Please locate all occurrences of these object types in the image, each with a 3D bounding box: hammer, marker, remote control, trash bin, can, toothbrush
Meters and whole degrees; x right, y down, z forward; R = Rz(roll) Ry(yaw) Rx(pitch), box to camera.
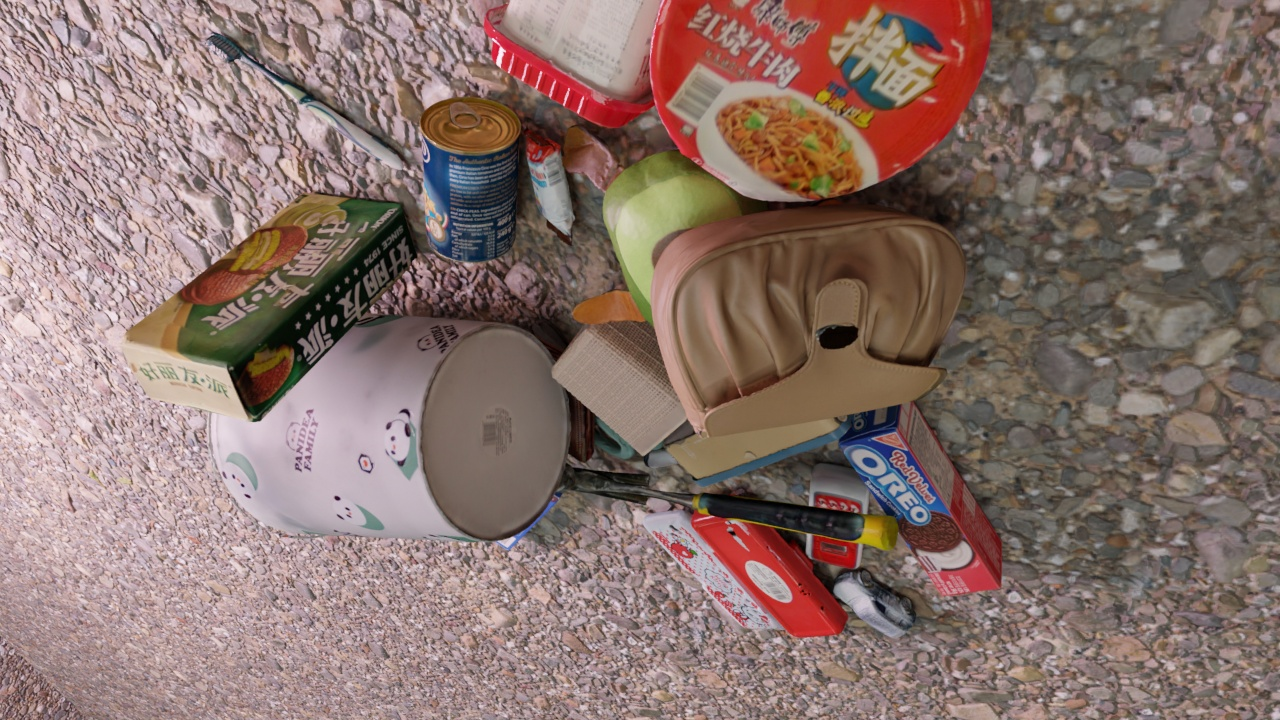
[{"bbox_3d":[0.073,0.132,0.848,0.324,0.032,0.126,5,172,30],"label":"hammer"},{"bbox_3d":[0.057,0.087,0.888,0.131,0.022,0.018,-14,112,39],"label":"marker"},{"bbox_3d":[0.189,0.152,0.880,0.056,0.020,0.136,12,135,18],"label":"remote control"},{"bbox_3d":[-0.216,0.059,0.832,0.252,0.228,0.230,0,130,34],"label":"trash bin"},{"bbox_3d":[-0.134,-0.141,0.729,0.075,0.075,0.111,20,137,9],"label":"can"},{"bbox_3d":[-0.283,-0.217,0.775,0.191,0.018,0.016,34,137,-6],"label":"toothbrush"}]

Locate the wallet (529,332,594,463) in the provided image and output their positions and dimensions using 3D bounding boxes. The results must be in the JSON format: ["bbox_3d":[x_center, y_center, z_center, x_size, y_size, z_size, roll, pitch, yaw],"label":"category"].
[{"bbox_3d":[-0.088,0.034,0.884,0.101,0.032,0.125,27,140,24],"label":"wallet"}]

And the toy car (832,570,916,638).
[{"bbox_3d":[0.238,0.249,0.939,0.090,0.034,0.043,36,140,-6],"label":"toy car"}]

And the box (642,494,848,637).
[{"bbox_3d":[0.109,0.225,0.978,0.158,0.037,0.201,-23,117,43],"label":"box"}]

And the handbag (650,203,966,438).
[{"bbox_3d":[0.113,-0.025,0.607,0.204,0.099,0.148,-9,113,-10],"label":"handbag"}]

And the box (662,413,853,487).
[{"bbox_3d":[0.096,0.044,0.778,0.059,0.089,0.185,44,138,-16],"label":"box"}]

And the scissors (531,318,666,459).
[{"bbox_3d":[-0.039,0.022,0.869,0.140,0.019,0.180,-9,120,46],"label":"scissors"}]

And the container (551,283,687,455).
[{"bbox_3d":[-0.005,0.005,0.793,0.111,0.090,0.090,39,137,-6],"label":"container"}]

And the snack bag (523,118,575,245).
[{"bbox_3d":[-0.072,-0.140,0.730,0.045,0.026,0.105,40,152,39],"label":"snack bag"}]

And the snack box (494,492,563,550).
[{"bbox_3d":[-0.154,0.160,1.060,0.084,0.026,0.158,35,137,-7],"label":"snack box"}]

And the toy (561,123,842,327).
[{"bbox_3d":[0.043,-0.077,0.681,0.227,0.089,0.247,-18,111,29],"label":"toy"}]

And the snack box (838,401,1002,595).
[{"bbox_3d":[0.244,0.115,0.791,0.057,0.058,0.207,-19,120,35],"label":"snack box"}]

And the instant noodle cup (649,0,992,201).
[{"bbox_3d":[0.100,-0.190,0.542,0.194,0.065,0.194,0,136,0],"label":"instant noodle cup"}]

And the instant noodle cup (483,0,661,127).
[{"bbox_3d":[-0.017,-0.228,0.564,0.116,0.116,0.124,32,126,4],"label":"instant noodle cup"}]

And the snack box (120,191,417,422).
[{"bbox_3d":[-0.303,-0.055,0.778,0.114,0.239,0.063,10,132,20],"label":"snack box"}]
